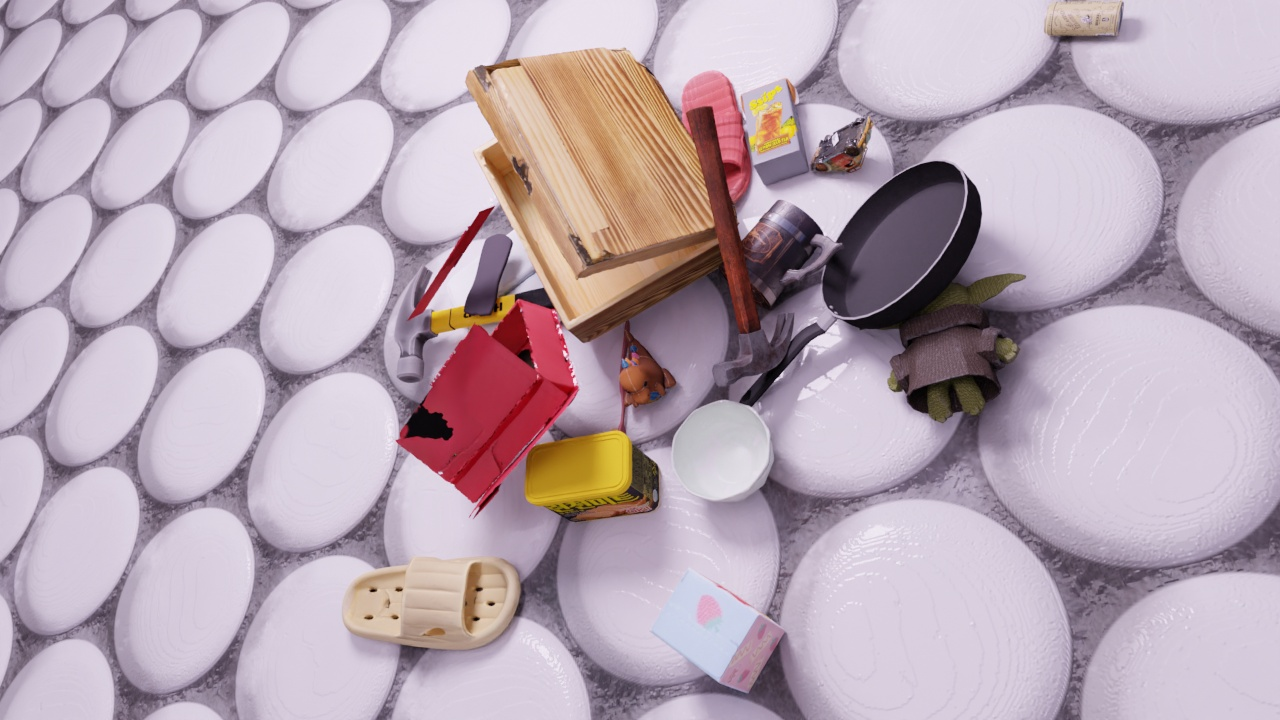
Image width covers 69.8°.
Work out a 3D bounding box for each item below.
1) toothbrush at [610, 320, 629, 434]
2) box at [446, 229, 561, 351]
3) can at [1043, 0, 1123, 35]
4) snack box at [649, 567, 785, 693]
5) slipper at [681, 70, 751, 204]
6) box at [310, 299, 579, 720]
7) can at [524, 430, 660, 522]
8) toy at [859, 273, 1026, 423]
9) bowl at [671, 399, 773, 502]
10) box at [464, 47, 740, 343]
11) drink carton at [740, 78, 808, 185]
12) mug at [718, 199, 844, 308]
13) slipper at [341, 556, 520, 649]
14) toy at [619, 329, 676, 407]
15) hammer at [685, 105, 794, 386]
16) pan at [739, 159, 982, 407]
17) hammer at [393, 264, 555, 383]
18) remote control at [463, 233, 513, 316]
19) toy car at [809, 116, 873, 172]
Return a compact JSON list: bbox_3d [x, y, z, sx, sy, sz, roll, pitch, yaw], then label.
[{"bbox_3d":[-0.024,0.029,1.162,0.016,0.015,0.184,-9,62,26],"label":"toothbrush"},{"bbox_3d":[-0.168,-0.107,1.291,0.209,0.037,0.190,-34,53,9],"label":"box"},{"bbox_3d":[0.521,-0.402,1.080,0.080,0.038,0.038,12,72,31],"label":"can"},{"bbox_3d":[0.080,0.276,0.940,0.093,0.095,0.079,28,81,34],"label":"snack box"},{"bbox_3d":[0.090,-0.305,1.239,0.104,0.059,0.248,-12,60,22],"label":"slipper"},{"bbox_3d":[-0.177,0.137,0.962,0.215,0.138,0.466,-47,25,31],"label":"box"},{"bbox_3d":[-0.053,0.140,1.069,0.131,0.101,0.072,-11,62,22],"label":"can"},{"bbox_3d":[0.323,-0.011,0.966,0.180,0.078,0.152,-19,54,34],"label":"toy"},{"bbox_3d":[0.099,0.109,1.032,0.118,0.061,0.117,-12,62,22],"label":"bowl"},{"bbox_3d":[-0.039,-0.222,1.087,0.269,0.264,0.279,-29,75,2],"label":"box"},{"bbox_3d":[0.175,-0.299,1.198,0.076,0.048,0.124,-15,61,20],"label":"drink carton"},{"bbox_3d":[0.170,-0.121,1.094,0.107,0.080,0.116,-50,48,-4],"label":"mug"},{"bbox_3d":[-0.274,0.295,1.123,0.262,0.079,0.111,-9,66,24],"label":"slipper"},{"bbox_3d":[-0.006,0.007,1.112,0.071,0.090,0.103,-25,79,14],"label":"toy"},{"bbox_3d":[0.100,-0.131,1.019,0.028,0.110,0.301,-1,105,60],"label":"hammer"},{"bbox_3d":[0.238,-0.068,1.029,0.356,0.044,0.204,-51,23,18],"label":"pan"},{"bbox_3d":[-0.196,-0.074,1.261,0.325,0.034,0.169,-10,67,19],"label":"hammer"},{"bbox_3d":[-0.208,-0.118,1.262,0.046,0.009,0.124,6,71,24],"label":"remote control"},{"bbox_3d":[0.257,-0.260,1.133,0.112,0.047,0.047,-14,54,67],"label":"toy car"}]
